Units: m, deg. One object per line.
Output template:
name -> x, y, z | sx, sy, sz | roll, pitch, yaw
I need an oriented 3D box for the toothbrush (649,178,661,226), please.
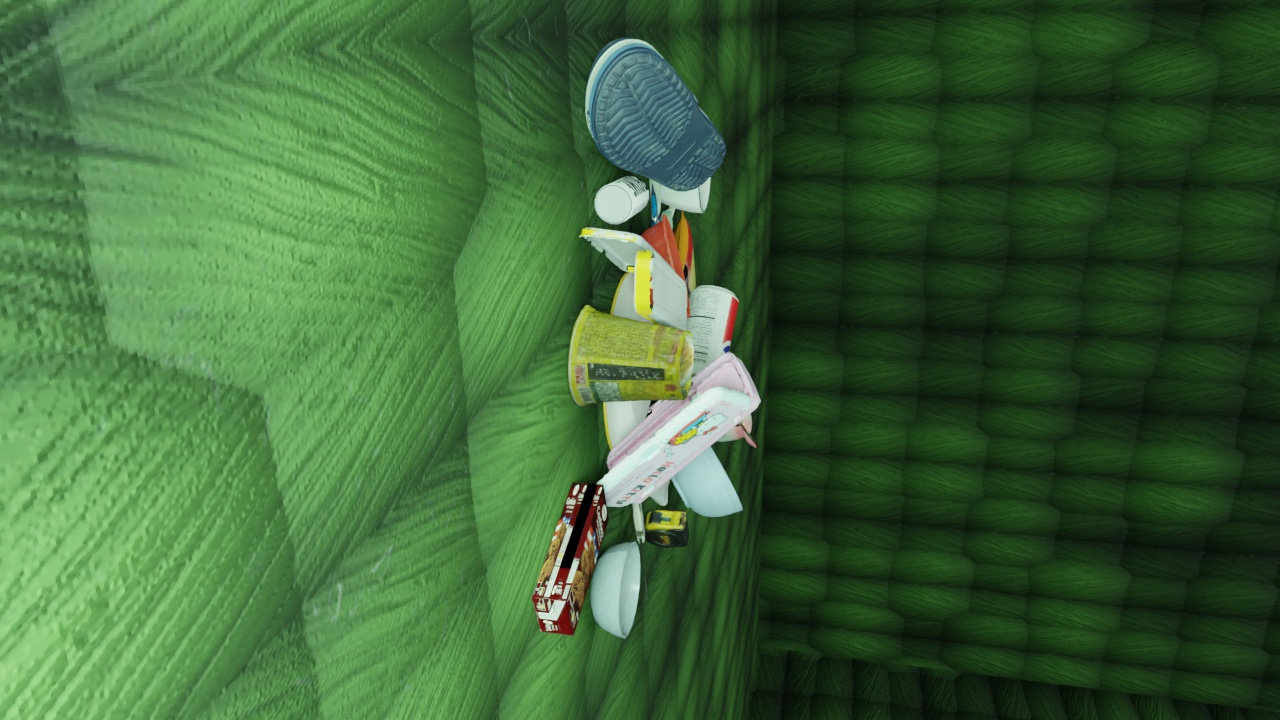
toothbrush -> 0.018, -0.183, 1.188 | 0.017, 0.016, 0.189 | -44, 138, -57

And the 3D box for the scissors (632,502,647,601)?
scissors -> -0.002, 0.211, 1.144 | 0.157, 0.012, 0.169 | 52, 31, -87

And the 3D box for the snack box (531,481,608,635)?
snack box -> -0.064, 0.185, 0.872 | 0.140, 0.032, 0.051 | -72, 161, -49

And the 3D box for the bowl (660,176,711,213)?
bowl -> 0.054, -0.253, 1.212 | 0.116, 0.066, 0.116 | 4, 89, -78

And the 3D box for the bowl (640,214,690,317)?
bowl -> 0.025, -0.111, 1.126 | 0.130, 0.045, 0.130 | -12, 89, -82

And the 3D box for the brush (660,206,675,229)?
brush -> 0.049, -0.230, 1.326 | 0.217, 0.012, 0.033 | -73, 162, -52

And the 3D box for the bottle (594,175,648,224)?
bottle -> -0.015, -0.173, 0.974 | 0.115, 0.041, 0.041 | -53, 145, -68

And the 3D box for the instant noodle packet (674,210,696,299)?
instant noodle packet -> 0.068, -0.098, 1.385 | 0.159, 0.032, 0.221 | -83, 169, -46

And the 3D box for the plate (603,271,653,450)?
plate -> -0.007, 0.007, 1.109 | 0.229, 0.021, 0.230 | 4, 89, -78

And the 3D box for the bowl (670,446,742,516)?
bowl -> 0.089, 0.182, 1.419 | 0.150, 0.075, 0.150 | 60, -3, 4

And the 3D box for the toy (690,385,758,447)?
toy -> 0.116, 0.070, 1.430 | 0.142, 0.084, 0.213 | 61, -5, -9

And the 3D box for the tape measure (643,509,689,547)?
tape measure -> 0.035, 0.231, 1.266 | 0.067, 0.063, 0.038 | 77, 21, -52

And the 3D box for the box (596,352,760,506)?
box -> 0.022, 0.073, 0.963 | 0.103, 0.202, 0.100 | 24, 33, -44

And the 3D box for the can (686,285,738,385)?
can -> 0.093, -0.033, 1.289 | 0.070, 0.070, 0.132 | 57, 44, -70

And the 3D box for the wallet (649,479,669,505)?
wallet -> 0.016, 0.138, 1.193 | 0.116, 0.032, 0.086 | 65, 29, -64

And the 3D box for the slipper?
slipper -> 0.006, -0.250, 0.951 | 0.095, 0.105, 0.252 | 55, 14, 24

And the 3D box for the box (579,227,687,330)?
box -> -0.005, -0.080, 0.961 | 0.210, 0.080, 0.084 | 19, 74, -76

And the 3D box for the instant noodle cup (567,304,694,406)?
instant noodle cup -> -0.007, -0.001, 0.902 | 0.102, 0.108, 0.102 | 6, 89, -76

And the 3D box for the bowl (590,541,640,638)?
bowl -> -0.030, 0.255, 1.029 | 0.106, 0.039, 0.106 | 4, 89, -78
